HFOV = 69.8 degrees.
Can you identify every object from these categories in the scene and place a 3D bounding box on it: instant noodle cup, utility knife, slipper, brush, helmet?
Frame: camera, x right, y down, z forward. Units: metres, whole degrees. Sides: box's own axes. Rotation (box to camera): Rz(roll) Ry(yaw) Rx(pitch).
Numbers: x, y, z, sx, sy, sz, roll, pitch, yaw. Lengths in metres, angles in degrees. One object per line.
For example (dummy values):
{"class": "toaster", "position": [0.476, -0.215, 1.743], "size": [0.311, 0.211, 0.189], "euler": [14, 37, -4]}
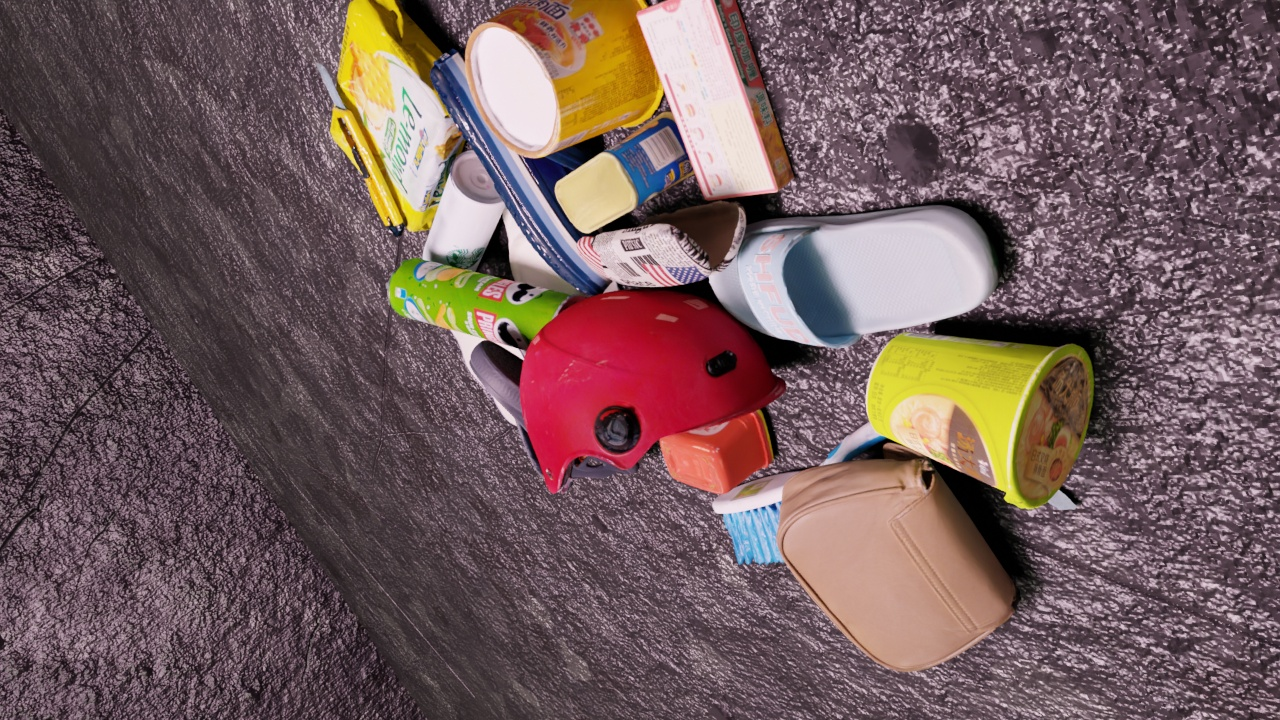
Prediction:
{"class": "instant noodle cup", "position": [0.230, 0.031, 0.641], "size": [0.123, 0.111, 0.112], "euler": [18, 135, 46]}
{"class": "utility knife", "position": [-0.305, -0.225, 0.993], "size": [0.033, 0.015, 0.202], "euler": [4, 123, 47]}
{"class": "slipper", "position": [0.145, -0.056, 0.688], "size": [0.246, 0.074, 0.104], "euler": [-3, 120, 50]}
{"class": "brush", "position": [0.167, 0.121, 0.852], "size": [0.315, 0.060, 0.109], "euler": [-27, 96, 53]}
{"class": "utility knife", "position": [0.259, 0.051, 0.706], "size": [0.182, 0.013, 0.029], "euler": [43, 145, 12]}
{"class": "helmet", "position": [-0.005, 0.005, 0.814], "size": [0.241, 0.206, 0.144], "euler": [-20, 98, 31]}
{"class": "slipper", "position": [-0.102, 0.068, 0.971], "size": [0.268, 0.083, 0.110], "euler": [39, -171, -50]}
{"class": "slipper", "position": [-0.093, -0.177, 0.844], "size": [0.253, 0.095, 0.105], "euler": [55, 179, -17]}
{"class": "instant noodle cup", "position": [-0.066, -0.234, 0.738], "size": [0.138, 0.109, 0.138], "euler": [32, 142, 29]}

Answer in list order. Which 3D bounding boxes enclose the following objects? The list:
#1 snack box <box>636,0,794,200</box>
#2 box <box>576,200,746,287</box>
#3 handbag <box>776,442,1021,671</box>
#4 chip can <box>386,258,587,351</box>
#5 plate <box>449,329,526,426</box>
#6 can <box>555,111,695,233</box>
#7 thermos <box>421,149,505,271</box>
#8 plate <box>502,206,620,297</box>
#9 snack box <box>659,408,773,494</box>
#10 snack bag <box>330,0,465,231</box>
{"class": "snack box", "position": [0.057, -0.200, 0.697], "size": [0.077, 0.026, 0.156], "euler": [3, 124, 48]}
{"class": "box", "position": [0.012, -0.099, 0.757], "size": [0.162, 0.086, 0.075], "euler": [7, 84, 57]}
{"class": "handbag", "position": [0.210, 0.160, 0.764], "size": [0.148, 0.099, 0.204], "euler": [-26, 116, 28]}
{"class": "chip can", "position": [-0.161, -0.055, 0.966], "size": [0.236, 0.072, 0.072], "euler": [15, 133, 31]}
{"class": "plate", "position": [-0.156, 0.005, 1.108], "size": [0.205, 0.045, 0.205], "euler": [41, 154, 25]}
{"class": "can", "position": [-0.012, -0.155, 0.771], "size": [0.102, 0.083, 0.057], "euler": [-17, 108, 55]}
{"class": "thermos", "position": [-0.200, -0.140, 1.025], "size": [0.073, 0.073, 0.225], "euler": [49, 147, 4]}
{"class": "plate", "position": [-0.089, -0.089, 0.971], "size": [0.164, 0.034, 0.164], "euler": [13, 131, 43]}
{"class": "snack box", "position": [0.072, 0.084, 0.900], "size": [0.091, 0.079, 0.082], "euler": [12, 131, 44]}
{"class": "snack bag", "position": [-0.248, -0.259, 0.969], "size": [0.158, 0.068, 0.247], "euler": [50, 148, 5]}
